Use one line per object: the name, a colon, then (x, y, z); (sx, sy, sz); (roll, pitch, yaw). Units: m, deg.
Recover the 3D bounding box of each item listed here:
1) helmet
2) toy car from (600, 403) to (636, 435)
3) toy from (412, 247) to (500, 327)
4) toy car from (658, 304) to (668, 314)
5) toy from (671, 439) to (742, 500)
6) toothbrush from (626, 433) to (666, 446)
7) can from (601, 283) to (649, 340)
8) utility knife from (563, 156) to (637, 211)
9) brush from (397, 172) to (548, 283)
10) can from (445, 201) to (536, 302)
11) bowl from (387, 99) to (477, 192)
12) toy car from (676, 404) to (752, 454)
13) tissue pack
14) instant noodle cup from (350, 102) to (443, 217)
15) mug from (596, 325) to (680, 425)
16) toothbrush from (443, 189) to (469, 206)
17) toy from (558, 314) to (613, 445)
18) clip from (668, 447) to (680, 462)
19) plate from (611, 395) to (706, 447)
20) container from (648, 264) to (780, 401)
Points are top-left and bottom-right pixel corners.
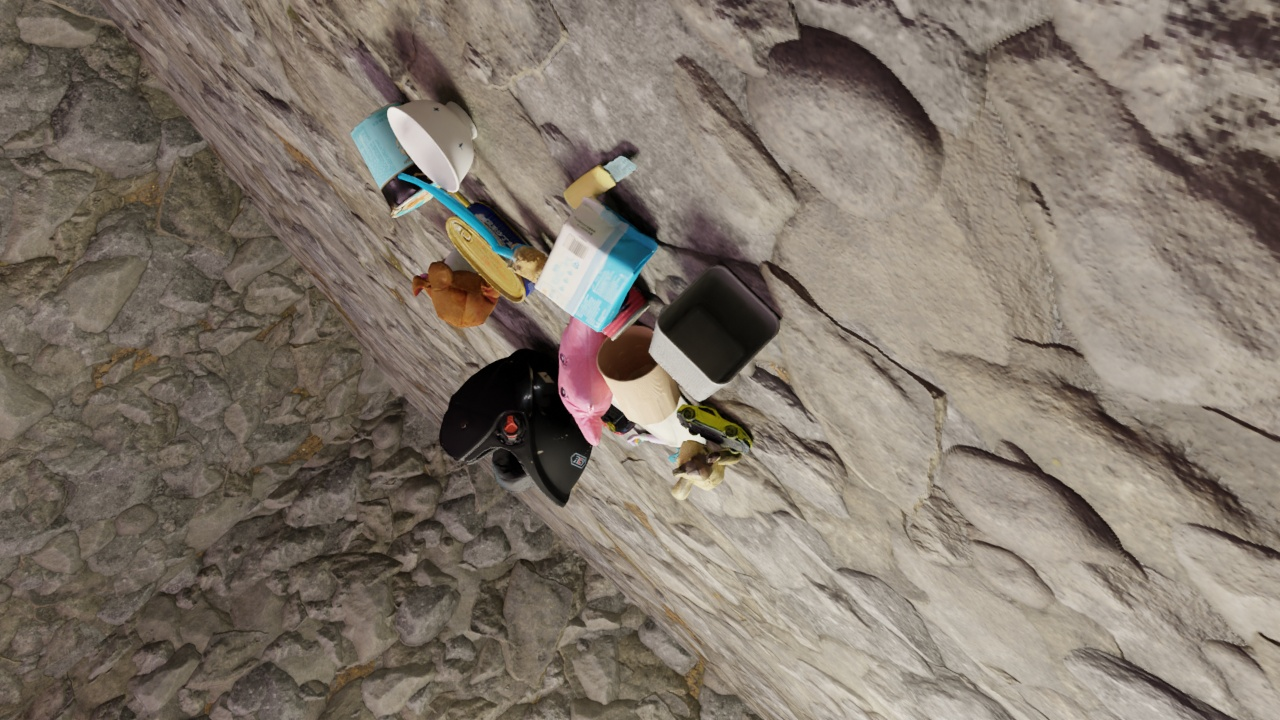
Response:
helmet: (-0.190, 0.115, 1.540); (0.275, 0.230, 0.233); (38, 176, 27)
toy car: (-0.048, 0.080, 1.433); (0.106, 0.049, 0.031); (34, 160, 34)
toy: (-0.279, -0.120, 1.415); (0.140, 0.130, 0.200); (11, -178, -15)
toy car: (0.046, -0.023, 1.016); (0.042, 0.035, 0.090); (27, 152, 44)
toy: (0.082, 0.138, 1.205); (0.066, 0.105, 0.157); (63, -175, 14)
toothbrush: (0.025, 0.124, 1.415); (0.189, 0.029, 0.021); (172, 94, -68)
can: (-0.042, -0.076, 1.047); (0.094, 0.066, 0.067); (46, 163, 0)
utility knife: (-0.045, -0.175, 0.916); (0.031, 0.021, 0.207); (45, 170, -13)
brush: (-0.186, -0.157, 1.132); (0.254, 0.046, 0.083); (35, 179, -22)
can: (-0.194, -0.147, 1.241); (0.148, 0.049, 0.075); (45, 147, 1)
bowl: (-0.230, -0.263, 1.070); (0.118, 0.064, 0.118); (42, 162, 17)
toy car: (0.094, 0.083, 1.146); (0.105, 0.032, 0.048); (24, 157, 25)
tissue pack: (-0.046, -0.099, 0.953); (0.090, 0.063, 0.140); (35, 139, 1)
instant noodle cup: (-0.314, -0.267, 1.202); (0.120, 0.111, 0.111); (57, 161, -9)
mug: (-0.007, 0.007, 1.150); (0.103, 0.084, 0.124); (66, 178, -51)
toothbrush: (-0.216, -0.186, 1.286); (0.190, 0.016, 0.016); (44, 163, 6)
toy: (-0.069, 0.011, 1.188); (0.178, 0.074, 0.195); (-110, 18, -63)
clip: (0.061, 0.138, 1.361); (0.014, 0.040, 0.056); (48, 156, -8)
plate: (-0.015, 0.041, 1.297); (0.266, 0.034, 0.162); (36, 160, 30)
container: (0.066, -0.021, 0.893); (0.090, 0.090, 0.114); (45, 166, 5)
